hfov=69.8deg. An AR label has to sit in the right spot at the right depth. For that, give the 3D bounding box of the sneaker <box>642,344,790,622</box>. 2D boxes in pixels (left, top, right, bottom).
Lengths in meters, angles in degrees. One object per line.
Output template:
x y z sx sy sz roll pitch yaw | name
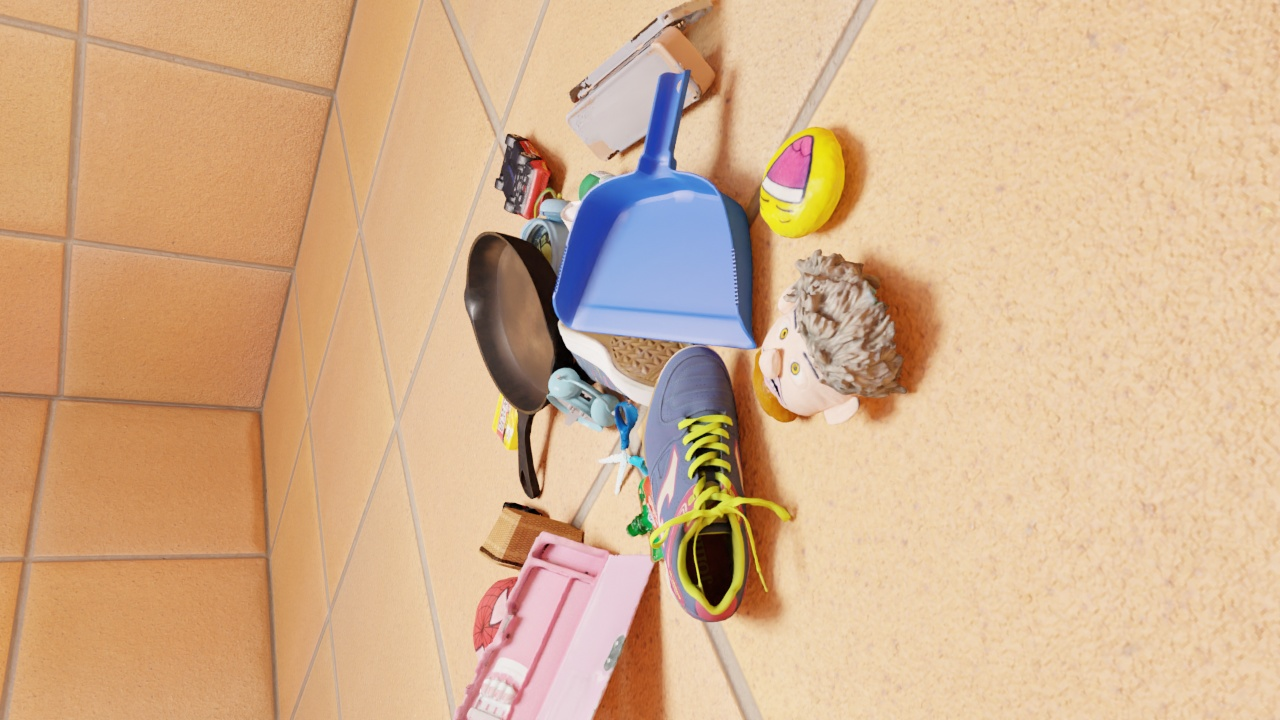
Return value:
0.061 0.102 0.793 0.091 0.116 0.241 101 165 -80 | sneaker

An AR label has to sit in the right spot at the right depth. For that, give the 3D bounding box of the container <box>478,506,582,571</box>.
-0.123 0.216 1.082 0.063 0.114 0.061 9 80 60 | container

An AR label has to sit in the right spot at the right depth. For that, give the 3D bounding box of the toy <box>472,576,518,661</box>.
-0.129 0.342 1.071 0.148 0.098 0.216 -58 38 15 | toy

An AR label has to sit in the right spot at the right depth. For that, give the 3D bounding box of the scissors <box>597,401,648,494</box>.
-0.018 0.093 0.986 0.132 0.015 0.110 -22 87 59 | scissors

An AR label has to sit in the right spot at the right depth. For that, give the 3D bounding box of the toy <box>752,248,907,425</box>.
0.130 -0.007 0.710 0.176 0.076 0.132 125 140 -52 | toy

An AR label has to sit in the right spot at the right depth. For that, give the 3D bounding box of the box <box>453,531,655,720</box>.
-0.082 0.301 0.952 0.180 0.059 0.232 3 56 38 | box

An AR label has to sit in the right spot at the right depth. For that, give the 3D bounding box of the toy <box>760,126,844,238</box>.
0.134 -0.146 0.757 0.095 0.041 0.094 47 121 56 | toy

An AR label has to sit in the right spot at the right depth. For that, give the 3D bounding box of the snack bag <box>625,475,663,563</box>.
0.021 0.146 0.908 0.156 0.044 0.087 -48 49 52 | snack bag

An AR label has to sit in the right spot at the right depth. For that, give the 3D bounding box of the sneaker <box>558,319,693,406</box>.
-0.006 0.006 0.960 0.235 0.087 0.079 32 147 54 | sneaker

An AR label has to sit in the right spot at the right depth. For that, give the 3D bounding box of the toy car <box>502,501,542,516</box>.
-0.152 0.210 1.199 0.092 0.036 0.042 4 90 51 | toy car

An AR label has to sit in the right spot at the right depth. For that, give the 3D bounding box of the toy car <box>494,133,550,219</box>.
-0.165 -0.260 1.286 0.082 0.056 0.189 -70 26 21 | toy car

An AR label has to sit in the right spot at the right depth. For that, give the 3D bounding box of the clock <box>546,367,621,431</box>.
-0.064 0.046 1.012 0.042 0.087 0.123 -58 2 -15 | clock

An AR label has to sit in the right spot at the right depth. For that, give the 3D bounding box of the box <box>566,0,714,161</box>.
0.001 -0.295 0.997 0.217 0.094 0.107 -15 95 58 | box

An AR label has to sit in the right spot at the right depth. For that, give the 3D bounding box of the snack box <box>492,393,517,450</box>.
-0.166 0.042 1.263 0.075 0.025 0.152 42 121 55 | snack box

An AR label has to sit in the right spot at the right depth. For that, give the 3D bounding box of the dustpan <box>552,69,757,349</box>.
0.024 -0.152 0.891 0.246 0.059 0.257 8 84 41 | dustpan

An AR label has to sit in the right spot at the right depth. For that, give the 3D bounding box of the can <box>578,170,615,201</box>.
-0.032 -0.182 1.040 0.101 0.053 0.053 40 120 56 | can

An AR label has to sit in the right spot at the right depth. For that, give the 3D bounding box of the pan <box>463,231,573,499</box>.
-0.143 0.011 1.151 0.249 0.043 0.356 27 127 52 | pan

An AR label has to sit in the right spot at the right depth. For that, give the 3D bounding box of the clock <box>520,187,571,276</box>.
-0.108 -0.139 1.159 0.118 0.060 0.162 -39 55 52 | clock

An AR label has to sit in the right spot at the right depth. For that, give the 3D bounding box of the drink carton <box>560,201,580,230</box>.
-0.052 -0.116 1.042 0.069 0.039 0.122 -125 13 -55 | drink carton

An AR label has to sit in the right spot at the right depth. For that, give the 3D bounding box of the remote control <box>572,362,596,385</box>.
-0.071 0.018 1.115 0.125 0.010 0.039 -30 60 54 | remote control
